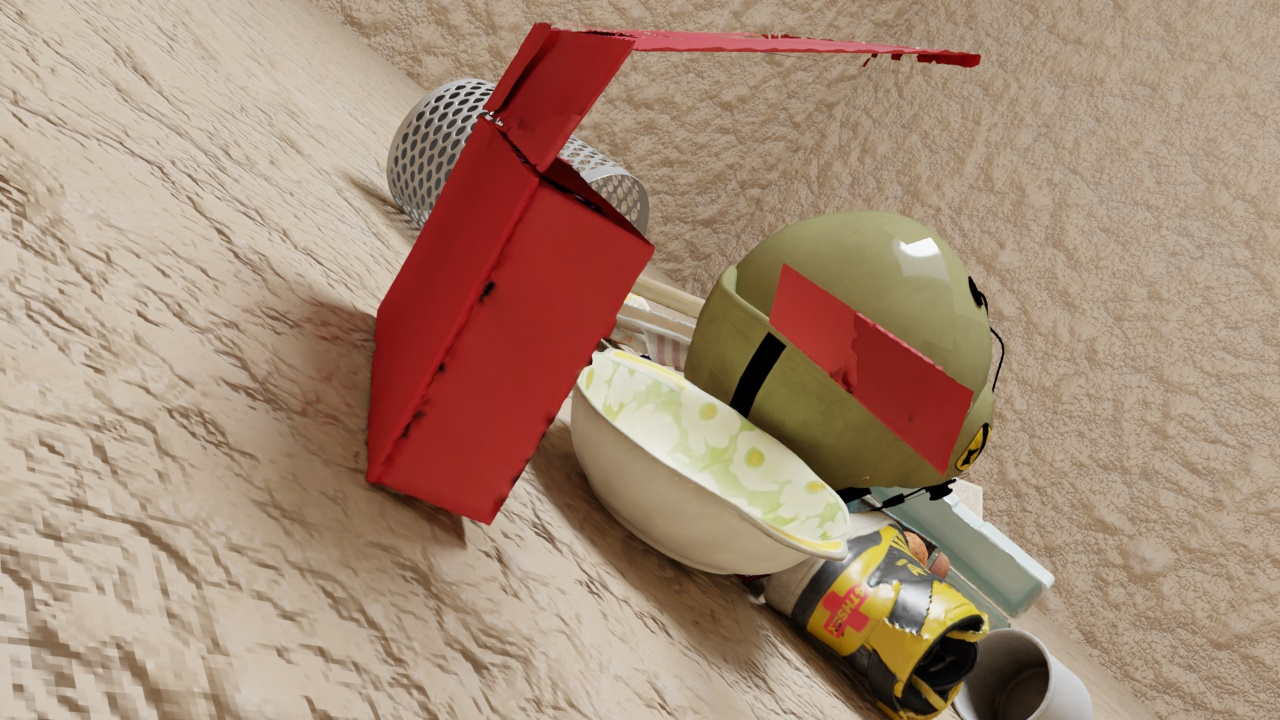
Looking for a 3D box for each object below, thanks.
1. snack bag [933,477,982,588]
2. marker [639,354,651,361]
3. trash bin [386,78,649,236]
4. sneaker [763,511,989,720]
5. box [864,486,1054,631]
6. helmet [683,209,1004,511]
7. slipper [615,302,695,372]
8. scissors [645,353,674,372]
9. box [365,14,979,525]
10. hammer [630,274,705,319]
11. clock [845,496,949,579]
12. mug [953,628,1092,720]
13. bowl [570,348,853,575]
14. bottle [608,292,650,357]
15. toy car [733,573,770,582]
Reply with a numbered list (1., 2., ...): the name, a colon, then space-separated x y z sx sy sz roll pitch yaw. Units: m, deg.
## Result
1. snack bag: 0.322 0.206 1.025 0.094 0.070 0.205 20 30 11
2. marker: -0.006 0.006 0.950 0.027 0.023 0.133 54 10 12
3. trash bin: -0.112 -0.140 0.800 0.183 0.156 0.156 41 7 24
4. sneaker: 0.180 0.173 0.633 0.122 0.086 0.238 38 9 30
5. box: 0.298 0.196 0.929 0.197 0.122 0.078 42 -9 24
6. helmet: 0.146 0.006 0.724 0.250 0.256 0.232 43 5 27
7. slipper: 0.033 -0.016 0.970 0.263 0.052 0.115 21 -1 12
8. scissors: 0.031 0.014 1.129 0.170 0.012 0.157 39 6 -4
9. box: 0.010 -0.118 0.408 0.124 0.378 0.211 48 3 -25
10. hammer: 0.012 -0.075 0.987 0.323 0.051 0.117 22 -8 -2
11. clock: 0.228 0.182 0.869 0.121 0.073 0.158 33 -1 -44
12. mug: 0.289 0.263 0.727 0.070 0.084 0.113 39 -25 -25
13. bowl: 0.029 0.069 0.544 0.188 0.060 0.219 22 16 -35
14. bottle: -0.015 -0.047 1.059 0.109 0.063 0.063 41 8 13
15. toy car: 0.083 0.124 0.620 0.036 0.042 0.091 70 18 4
